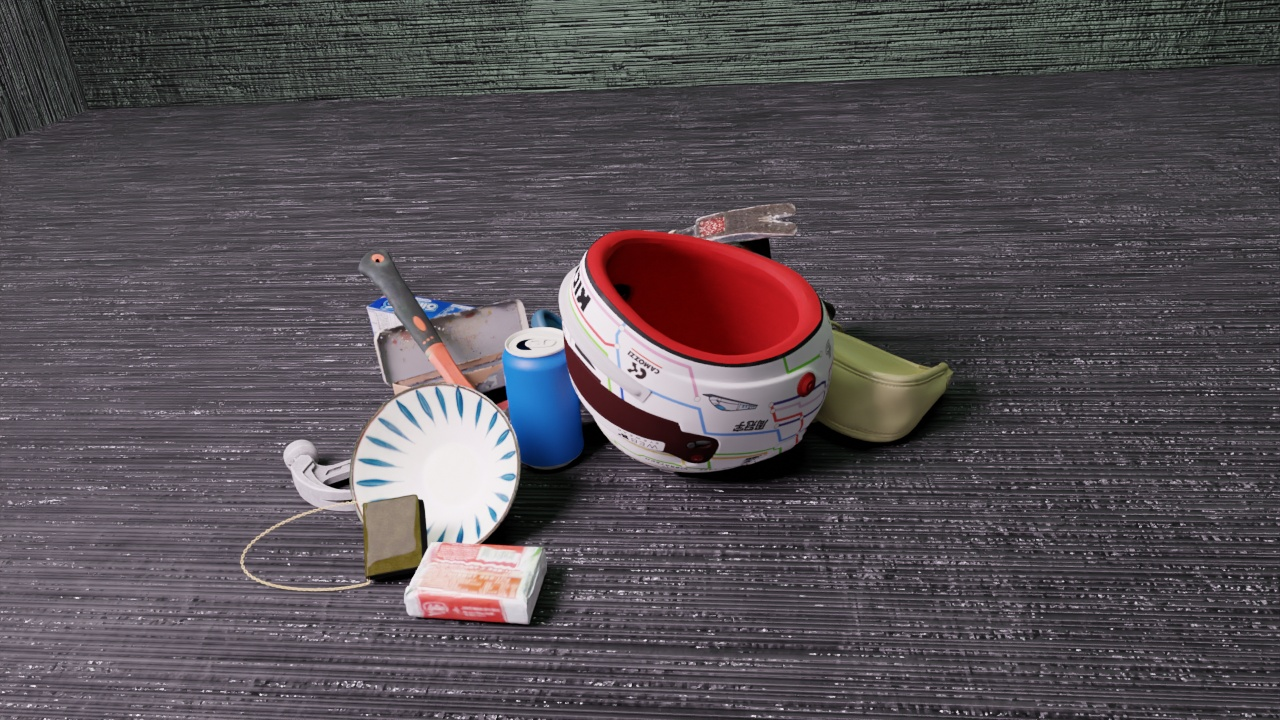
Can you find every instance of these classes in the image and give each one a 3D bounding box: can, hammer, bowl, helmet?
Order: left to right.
[{"bbox_3d":[-0.257,-0.026,1.115,0.132,0.033,0.333,-19,55,-34],"label":"hammer"},{"bbox_3d":[-0.240,0.092,1.069,0.315,0.036,0.126,-19,34,-28],"label":"hammer"},{"bbox_3d":[-0.201,0.115,0.942,0.177,0.177,0.071,1,-13,8],"label":"bowl"},{"bbox_3d":[-0.107,0.044,1.018,0.079,0.146,0.078,-3,28,1],"label":"can"},{"bbox_3d":[0.048,0.004,0.973,0.314,0.237,0.230,6,46,-22],"label":"helmet"},{"bbox_3d":[0.170,-0.104,1.104,0.141,0.036,0.325,-12,-21,30],"label":"hammer"}]

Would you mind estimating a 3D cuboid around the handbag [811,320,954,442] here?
[{"bbox_3d":[0.254,0.016,1.112,0.190,0.089,0.233,-5,23,-38],"label":"handbag"}]

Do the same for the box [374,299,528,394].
[{"bbox_3d":[-0.215,-0.010,1.168,0.215,0.096,0.105,-18,20,-36],"label":"box"}]

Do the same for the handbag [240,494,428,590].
[{"bbox_3d":[-0.295,0.180,0.883,0.178,0.027,0.084,-10,67,1],"label":"handbag"}]

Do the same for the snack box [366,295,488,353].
[{"bbox_3d":[-0.286,-0.049,1.316,0.227,0.059,0.059,11,35,26],"label":"snack box"}]

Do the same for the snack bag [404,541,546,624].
[{"bbox_3d":[-0.148,0.202,0.839,0.116,0.036,0.076,1,29,8],"label":"snack bag"}]

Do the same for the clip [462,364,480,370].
[{"bbox_3d":[-0.245,0.007,1.242,0.058,0.022,0.037,-1,24,0],"label":"clip"}]

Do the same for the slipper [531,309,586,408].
[{"bbox_3d":[-0.074,-0.001,1.122,0.103,0.059,0.213,30,18,-44],"label":"slipper"}]
